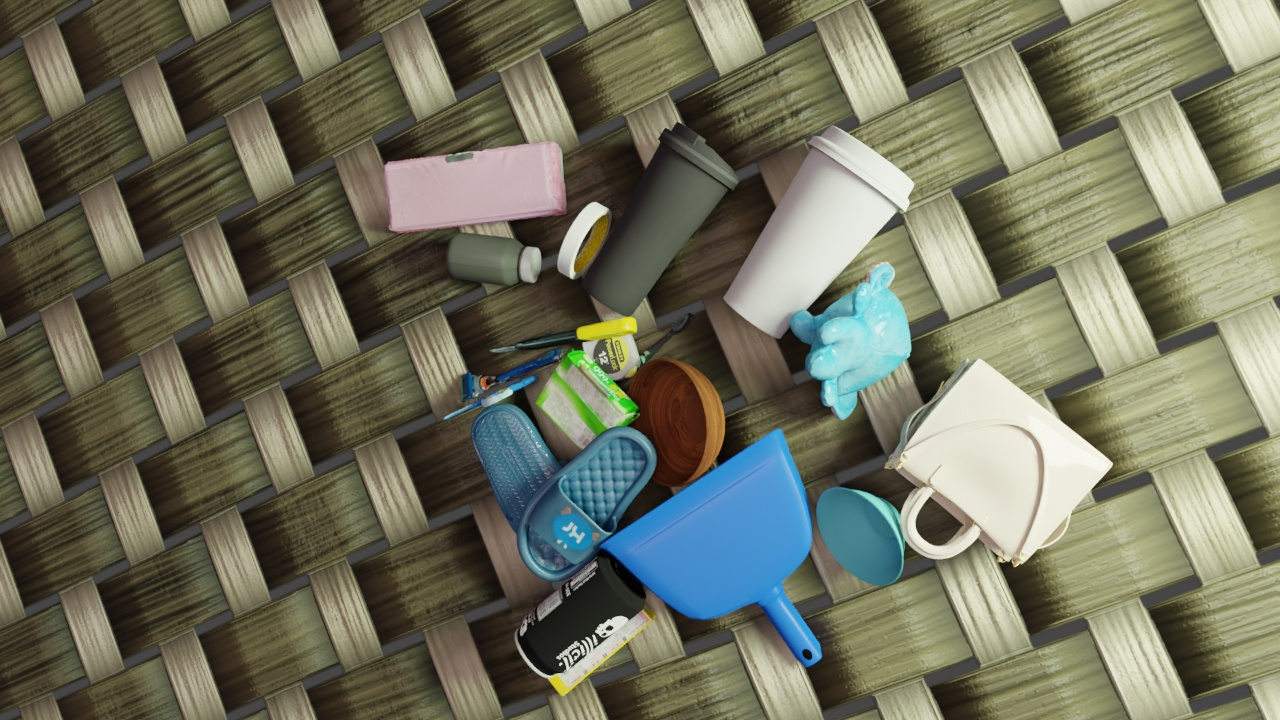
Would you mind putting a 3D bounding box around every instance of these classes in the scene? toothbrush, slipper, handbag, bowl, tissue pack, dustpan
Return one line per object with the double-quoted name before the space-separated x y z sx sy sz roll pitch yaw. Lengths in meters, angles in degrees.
"toothbrush" -0.007 0.007 1.119 0.188 0.017 0.014 -43 76 10
"slipper" -0.066 0.166 1.058 0.104 0.059 0.214 37 101 -5
"handbag" 0.360 0.130 0.982 0.194 0.101 0.197 40 85 8
"bowl" 0.053 0.069 1.069 0.147 0.068 0.147 8 100 51
"slipper" -0.132 0.147 1.123 0.104 0.059 0.214 -31 97 14
"tissue pack" -0.065 0.052 1.102 0.114 0.034 0.100 46 128 9
"bowl" 0.259 0.188 1.032 0.046 0.121 0.121 -26 82 -31
"dustpan" 0.126 0.246 1.050 0.246 0.059 0.257 -34 90 8

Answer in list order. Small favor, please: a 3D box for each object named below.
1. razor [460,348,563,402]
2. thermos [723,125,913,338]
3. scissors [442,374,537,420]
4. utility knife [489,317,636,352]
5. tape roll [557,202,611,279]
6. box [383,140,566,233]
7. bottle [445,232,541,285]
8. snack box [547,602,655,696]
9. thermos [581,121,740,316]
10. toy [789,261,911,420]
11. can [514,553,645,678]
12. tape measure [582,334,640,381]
"razor" -0.159 0.016 1.149 0.141 0.018 0.043 -19 49 9
"thermos" 0.191 -0.137 1.030 0.131 0.131 0.222 38 104 10
"scissors" -0.183 0.048 1.116 0.125 0.125 0.016 -25 91 -5
"utility knife" -0.097 -0.027 1.119 0.198 0.028 0.020 -10 76 21
"tape roll" -0.066 -0.142 1.092 0.019 0.094 0.094 29 95 10
"box" -0.209 -0.216 1.155 0.233 0.041 0.098 -6 96 12
"bottle" -0.181 -0.124 1.134 0.108 0.060 0.060 8 91 12
"snack box" -0.062 0.333 1.122 0.152 0.025 0.075 -42 82 8
"thermos" 0.019 -0.160 1.076 0.106 0.105 0.219 36 102 10
"toy" 0.217 -0.021 0.997 0.115 0.180 0.184 26 110 34
"can" -0.070 0.297 1.069 0.146 0.080 0.080 -41 82 8
"tape measure" -0.036 -0.005 1.116 0.065 0.016 0.064 -20 77 19
